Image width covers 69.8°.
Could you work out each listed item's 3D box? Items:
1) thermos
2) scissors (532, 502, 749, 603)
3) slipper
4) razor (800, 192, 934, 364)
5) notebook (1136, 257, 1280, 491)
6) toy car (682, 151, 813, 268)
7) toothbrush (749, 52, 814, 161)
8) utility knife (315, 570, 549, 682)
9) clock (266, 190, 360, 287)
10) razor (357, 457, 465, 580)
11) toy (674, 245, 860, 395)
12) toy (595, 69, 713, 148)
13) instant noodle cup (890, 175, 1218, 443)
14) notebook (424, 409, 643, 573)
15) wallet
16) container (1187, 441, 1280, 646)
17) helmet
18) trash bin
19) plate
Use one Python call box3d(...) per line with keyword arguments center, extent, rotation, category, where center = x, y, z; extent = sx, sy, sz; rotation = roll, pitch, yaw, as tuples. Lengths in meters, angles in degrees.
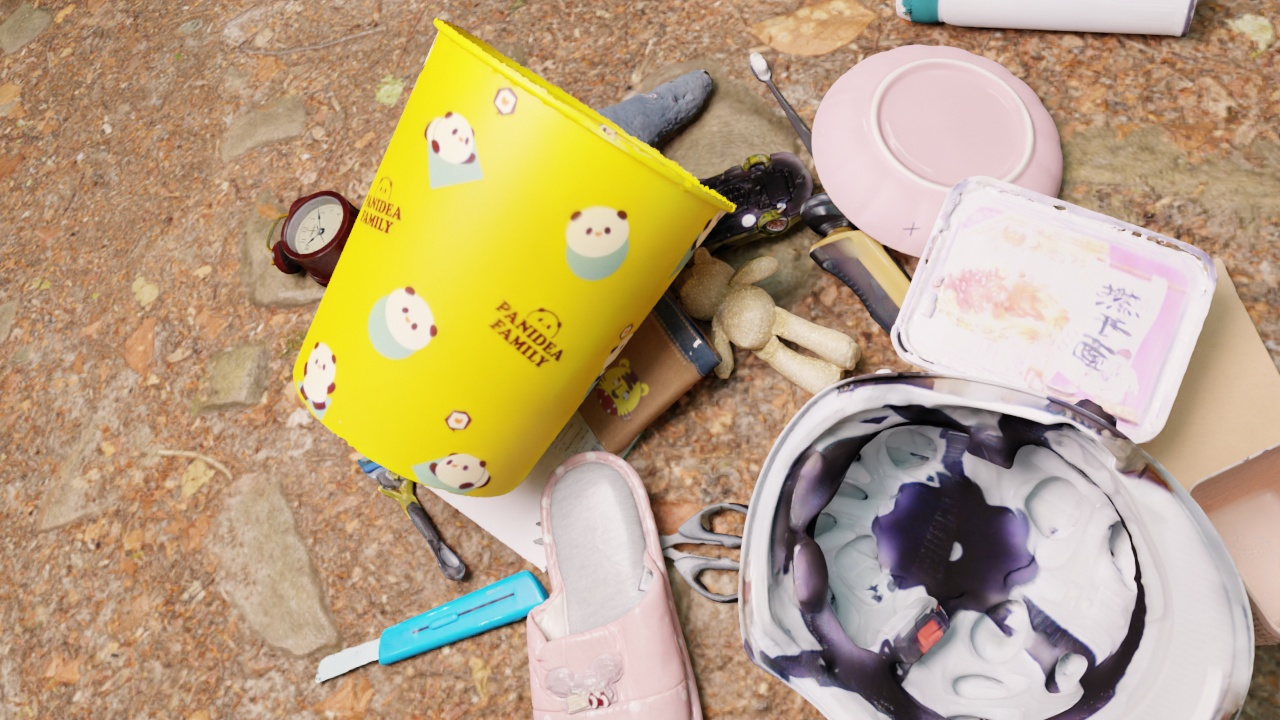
box3d(center=(0.319, -0.301, 0.736), extent=(0.224, 0.073, 0.073), rotation=(12, 72, 23), category="thermos")
box3d(center=(0.007, 0.127, 0.680), extent=(0.173, 0.014, 0.142), rotation=(39, 86, 24), category="scissors")
box3d(center=(-0.024, 0.194, 0.633), extent=(0.114, 0.054, 0.274), rotation=(-13, 71, 15), category="slipper")
box3d(center=(0.183, -0.062, 0.686), extent=(0.068, 0.062, 0.167), rotation=(-39, 66, 14), category="razor")
box3d(center=(0.349, 0.044, 0.606), extent=(0.150, 0.012, 0.211), rotation=(-17, 63, 12), category="notebook")
box3d(center=(0.066, -0.120, 0.755), extent=(0.158, 0.042, 0.070), rotation=(-17, 63, 16), category="toy car")
box3d(center=(0.136, -0.200, 0.782), extent=(0.015, 0.018, 0.181), rotation=(-27, 63, 2), category="toothbrush")
box3d(center=(-0.164, 0.209, 0.706), extent=(0.203, 0.018, 0.034), rotation=(-23, 63, 10), category="utility knife")
box3d(center=(-0.304, -0.116, 0.872), extent=(0.122, 0.055, 0.082), rotation=(8, 71, 23), category="clock")
box3d(center=(-0.179, 0.125, 0.744), extent=(0.042, 0.022, 0.142), rotation=(-25, 54, -27), category="razor")
box3d(center=(0.094, -0.030, 0.702), extent=(0.157, 0.066, 0.105), rotation=(34, 123, 24), category="toy")
box3d(center=(-0.078, -0.143, 0.796), extent=(0.356, 0.091, 0.137), rotation=(-33, 35, 2), category="toy")
box3d(center=(0.266, -0.031, 0.608), extent=(0.173, 0.060, 0.138), rotation=(23, 85, 11), category="instant noodle cup")
box3d(center=(-0.115, 0.053, 0.748), extent=(0.209, 0.012, 0.150), rotation=(31, 79, 21), category="notebook")
box3d(center=(-0.004, 0.004, 0.705), extent=(0.115, 0.033, 0.090), rotation=(-44, 66, 16), category="wallet")
box3d(center=(0.356, 0.105, 0.508), extent=(0.090, 0.111, 0.089), rotation=(-28, 62, 7), category="container")
box3d(center=(0.196, 0.121, 0.541), extent=(0.259, 0.145, 0.229), rotation=(18, 99, 20), category="helmet")
box3d(center=(-0.097, -0.060, 0.637), extent=(0.229, 0.229, 0.255), rotation=(39, 105, 28), category="trash bin")
box3d(center=(0.227, -0.166, 0.687), extent=(0.192, 0.039, 0.192), rotation=(1, 67, -3), category="plate")
